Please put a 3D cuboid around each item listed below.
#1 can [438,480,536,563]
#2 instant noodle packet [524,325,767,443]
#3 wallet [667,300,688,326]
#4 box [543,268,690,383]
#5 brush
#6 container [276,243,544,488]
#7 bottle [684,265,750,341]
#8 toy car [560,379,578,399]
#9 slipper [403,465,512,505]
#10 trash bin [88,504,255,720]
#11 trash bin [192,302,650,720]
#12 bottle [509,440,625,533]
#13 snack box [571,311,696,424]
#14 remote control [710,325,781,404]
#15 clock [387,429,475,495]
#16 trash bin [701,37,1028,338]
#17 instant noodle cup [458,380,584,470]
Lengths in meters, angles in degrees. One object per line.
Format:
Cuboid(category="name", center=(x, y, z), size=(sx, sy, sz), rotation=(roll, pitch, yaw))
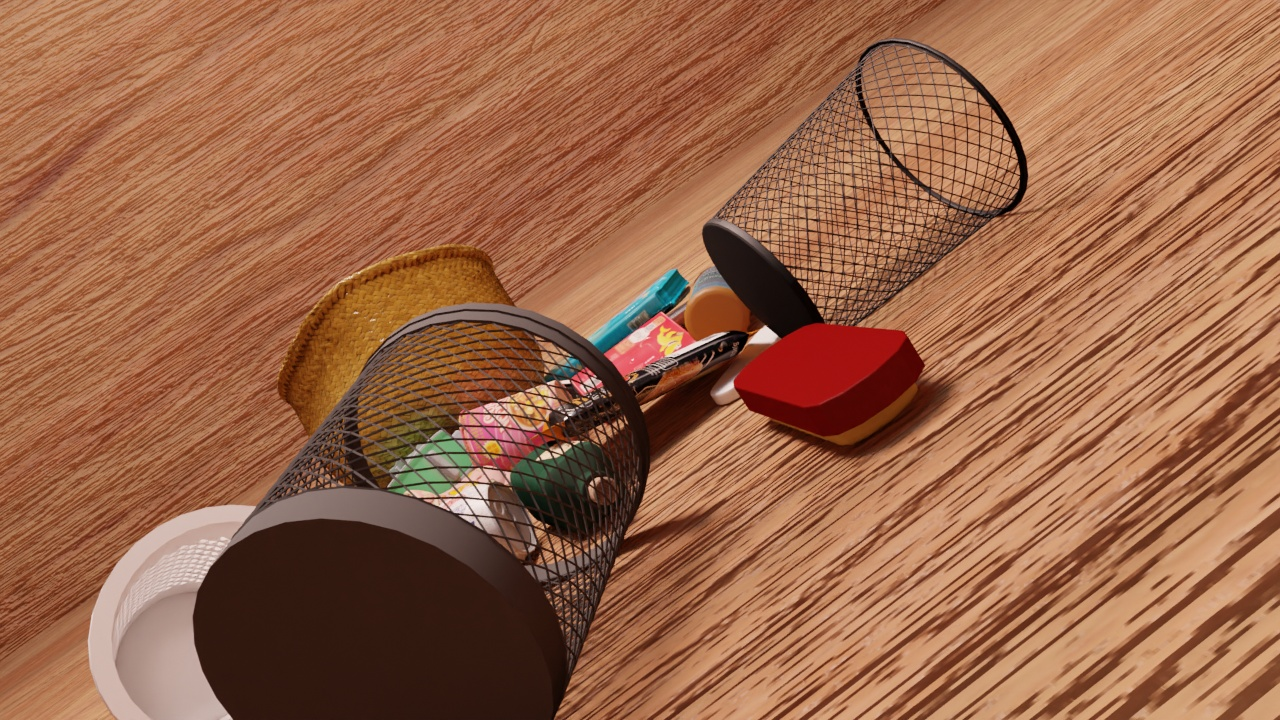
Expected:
Cuboid(category="can", center=(-0.161, 0.162, 0.761), size=(0.136, 0.078, 0.078), rotation=(-32, 12, 12))
Cuboid(category="instant noodle packet", center=(-0.001, 0.026, 0.856), size=(0.220, 0.032, 0.160), rotation=(-25, -3, -14))
Cuboid(category="wallet", center=(0.024, -0.035, 1.096), size=(0.123, 0.019, 0.072), rotation=(-36, 3, -9))
Cuboid(category="box", center=(-0.033, -0.032, 1.206), size=(0.227, 0.041, 0.094), rotation=(-38, 6, 26))
Cuboid(category="brush", center=(0.129, 0.017, 0.637), size=(0.082, 0.042, 0.173), rotation=(-37, 12, -9))
Cuboid(category="container", center=(-0.269, 0.024, 1.147), size=(0.306, 0.196, 0.307), rotation=(-35, -12, -9))
Cuboid(category="bottle", center=(0.088, -0.068, 1.007), size=(0.068, 0.068, 0.156), rotation=(-31, 13, 17))
Cuboid(category="toy car", center=(-0.078, 0.041, 1.112), size=(0.039, 0.039, 0.113), rotation=(-17, 3, -29))
Cuboid(category="slipper", center=(-0.197, 0.159, 0.869), size=(0.093, 0.081, 0.196), rotation=(-17, 23, 51))
Cuboid(category="trash bin", center=(-0.375, 0.247, 0.799), size=(0.200, 0.195, 0.194), rotation=(-35, 8, 49))
Cuboid(category="trash bin", center=(-0.117, 0.108, 0.556), size=(0.218, 0.218, 0.226), rotation=(-30, 17, 21))
Cuboid(category="bottle", center=(-0.054, 0.102, 0.746), size=(0.061, 0.061, 0.131), rotation=(-37, 12, -23))
Cuboid(category="snack box", center=(-0.006, 0.006, 1.011), size=(0.133, 0.021, 0.089), rotation=(-36, 35, -8))
Cuboid(category="remote control", center=(0.105, -0.002, 0.840), size=(0.043, 0.013, 0.136), rotation=(-23, 17, 44))
Cuboid(category="clock", center=(-0.243, 0.151, 0.989), size=(0.162, 0.075, 0.121), rotation=(-52, 0, 16))
Cuboid(category="trash bin", center=(0.176, -0.127, 0.771), size=(0.210, 0.184, 0.184), rotation=(-42, 13, -7))
Cuboid(category="instant noodle cup", center=(-0.123, 0.074, 0.983), size=(0.109, 0.098, 0.097), rotation=(-26, 13, 8))
